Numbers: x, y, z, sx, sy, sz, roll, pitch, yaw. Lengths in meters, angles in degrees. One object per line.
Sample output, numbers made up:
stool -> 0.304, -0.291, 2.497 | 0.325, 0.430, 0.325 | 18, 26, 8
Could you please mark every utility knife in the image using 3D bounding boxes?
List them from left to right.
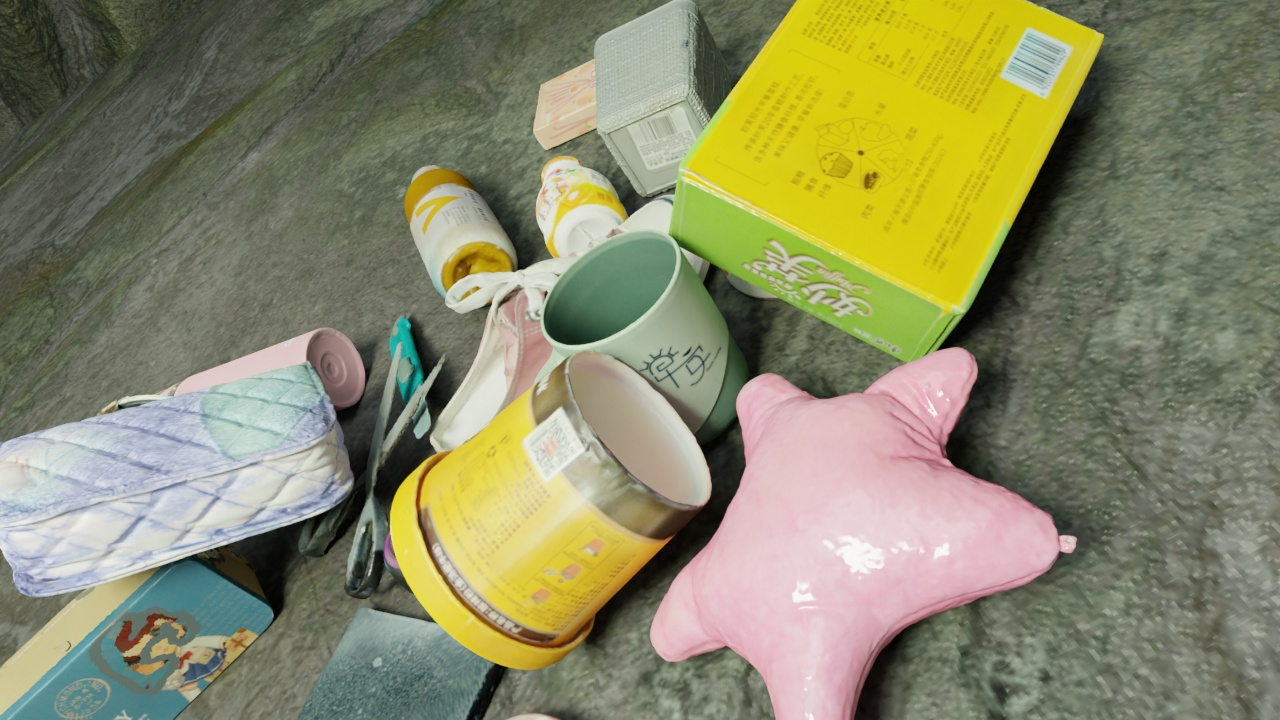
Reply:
utility knife -> -0.168, 0.007, 0.665 | 0.029, 0.013, 0.216 | -58, 27, 8

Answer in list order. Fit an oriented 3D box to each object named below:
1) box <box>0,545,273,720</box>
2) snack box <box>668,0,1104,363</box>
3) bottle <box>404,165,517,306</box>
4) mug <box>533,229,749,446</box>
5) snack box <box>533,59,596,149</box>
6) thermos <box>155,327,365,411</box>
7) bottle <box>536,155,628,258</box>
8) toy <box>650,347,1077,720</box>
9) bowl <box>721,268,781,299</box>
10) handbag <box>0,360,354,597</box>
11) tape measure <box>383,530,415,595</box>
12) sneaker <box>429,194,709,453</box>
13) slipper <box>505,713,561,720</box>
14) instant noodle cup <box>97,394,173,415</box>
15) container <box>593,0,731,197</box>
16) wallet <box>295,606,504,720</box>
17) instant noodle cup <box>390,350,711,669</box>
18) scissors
box -> -0.329, 0.191, 0.577 | 0.184, 0.090, 0.060 | -48, 42, -10
snack box -> 0.133, -0.122, 0.502 | 0.158, 0.070, 0.209 | 29, 68, 11
bottle -> -0.155, -0.112, 0.759 | 0.068, 0.068, 0.189 | -36, 39, 1
mug -> -0.003, 0.003, 0.506 | 0.111, 0.106, 0.082 | -41, 41, -6
snack box -> -0.022, -0.251, 0.831 | 0.157, 0.026, 0.084 | -20, 42, 20
thermos -> -0.317, 0.029, 0.751 | 0.199, 0.067, 0.087 | -18, 12, 24
bottle -> -0.048, -0.116, 0.690 | 0.063, 0.063, 0.108 | -31, 39, 7
toy -> 0.088, 0.079, 0.390 | 0.179, 0.074, 0.194 | -5, 52, 44
bowl -> 0.091, -0.099, 0.574 | 0.114, 0.062, 0.113 | -21, 42, 20
handbag -> -0.283, 0.068, 0.562 | 0.193, 0.076, 0.134 | -15, 28, -22
tape measure -> -0.118, 0.111, 0.540 | 0.058, 0.039, 0.057 | -15, 44, 18
sneaker -> -0.050, -0.030, 0.587 | 0.240, 0.088, 0.118 | -47, 40, -11
slipper -> -0.025, 0.245, 0.328 | 0.114, 0.054, 0.274 | -36, 40, 2
instant noodle cup -> -0.359, 0.104, 0.677 | 0.111, 0.111, 0.120 | -17, 51, 22
container -> 0.018, -0.197, 0.703 | 0.090, 0.090, 0.114 | -18, 46, 22
wallet -> -0.135, 0.186, 0.496 | 0.121, 0.019, 0.097 | 0, 51, 34
instant noodle cup -> -0.038, 0.066, 0.439 | 0.115, 0.118, 0.118 | -43, 36, 21
scissors -> -0.175, 0.071, 0.598 | 0.160, 0.014, 0.180 | -31, 48, 33
